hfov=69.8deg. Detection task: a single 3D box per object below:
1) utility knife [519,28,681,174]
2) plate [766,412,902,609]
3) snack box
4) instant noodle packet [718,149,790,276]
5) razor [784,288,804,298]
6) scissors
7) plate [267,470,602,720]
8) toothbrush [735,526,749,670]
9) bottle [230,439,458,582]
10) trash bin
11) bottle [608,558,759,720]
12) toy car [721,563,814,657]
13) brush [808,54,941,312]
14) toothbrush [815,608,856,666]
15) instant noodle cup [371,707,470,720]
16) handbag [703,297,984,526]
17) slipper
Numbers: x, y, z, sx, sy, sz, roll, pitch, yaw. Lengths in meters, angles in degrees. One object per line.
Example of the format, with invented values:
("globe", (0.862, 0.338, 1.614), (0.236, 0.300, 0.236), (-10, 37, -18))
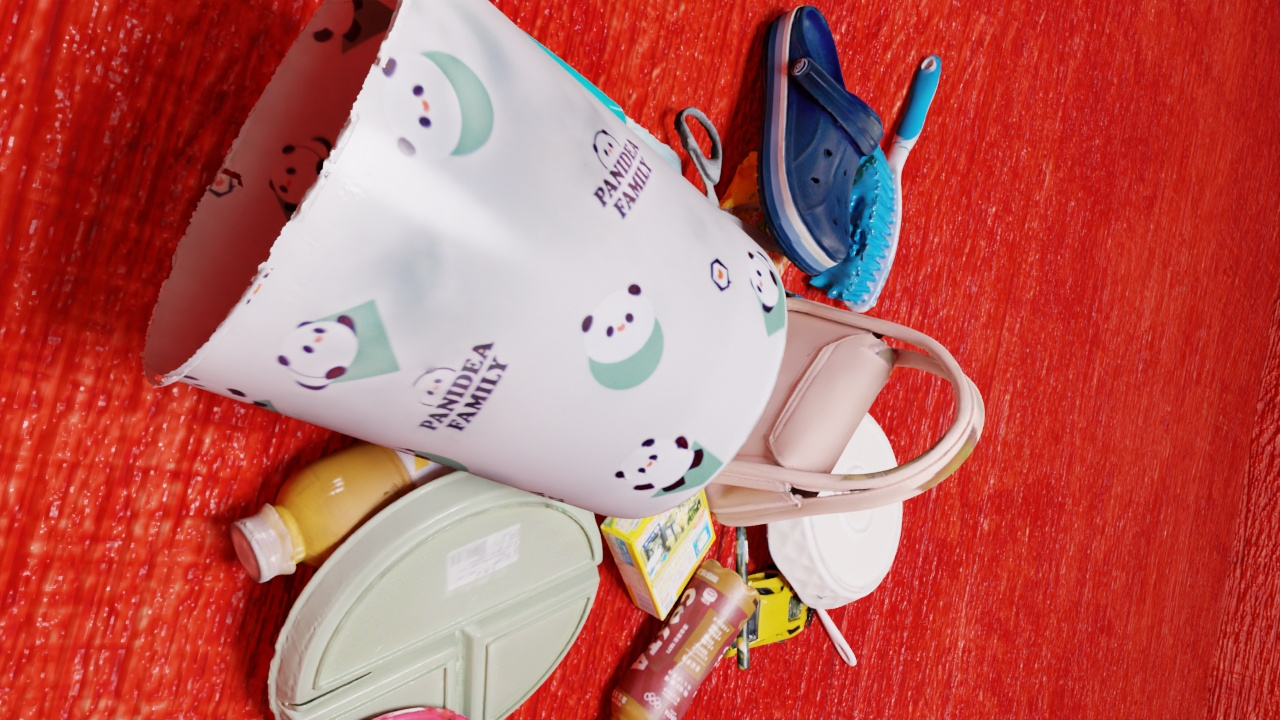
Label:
("utility knife", (-0.041, -0.187, 0.659), (0.222, 0.013, 0.029), (27, 79, -41))
("plate", (0.192, 0.134, 0.881), (0.204, 0.046, 0.204), (10, 76, -45))
("snack box", (0.018, 0.134, 0.715), (0.086, 0.034, 0.140), (-53, 151, -26))
("instant noodle packet", (0.089, -0.098, 0.778), (0.128, 0.044, 0.111), (-53, 130, -26))
("razor", (0.161, -0.035, 0.868), (0.142, 0.043, 0.022), (30, 94, -48))
("scissors", (0.059, -0.117, 0.723), (0.180, 0.014, 0.159), (4, 85, -32))
("plate", (-0.113, 0.167, 0.574), (0.229, 0.027, 0.231), (-26, 134, -31))
("toothbrush", (0.091, 0.173, 0.802), (0.012, 0.017, 0.185), (14, 70, -39))
("bottle", (-0.147, 0.074, 0.553), (0.189, 0.068, 0.068), (-24, 112, -39))
("trash bin", (-0.075, -0.044, 0.472), (0.251, 0.230, 0.229), (30, 74, -34))
("bottle", (0.027, 0.248, 0.746), (0.174, 0.057, 0.057), (-52, 128, -15))
("toy car", (0.104, 0.230, 0.839), (0.155, 0.041, 0.071), (2, 92, -43))
("brush", (0.243, -0.192, 0.913), (0.109, 0.061, 0.314), (27, 74, -49))
("toothbrush", (0.191, 0.261, 0.947), (0.016, 0.016, 0.180), (-54, 128, -33))
("instant noodle cup", (-0.156, 0.309, 0.547), (0.193, 0.066, 0.194), (-23, 127, -34))
("handbag", (0.151, 0.043, 0.722), (0.192, 0.235, 0.093), (-54, 125, -26))
("slipper", (0.155, -0.187, 0.755), (0.105, 0.095, 0.252), (28, 55, -45))
